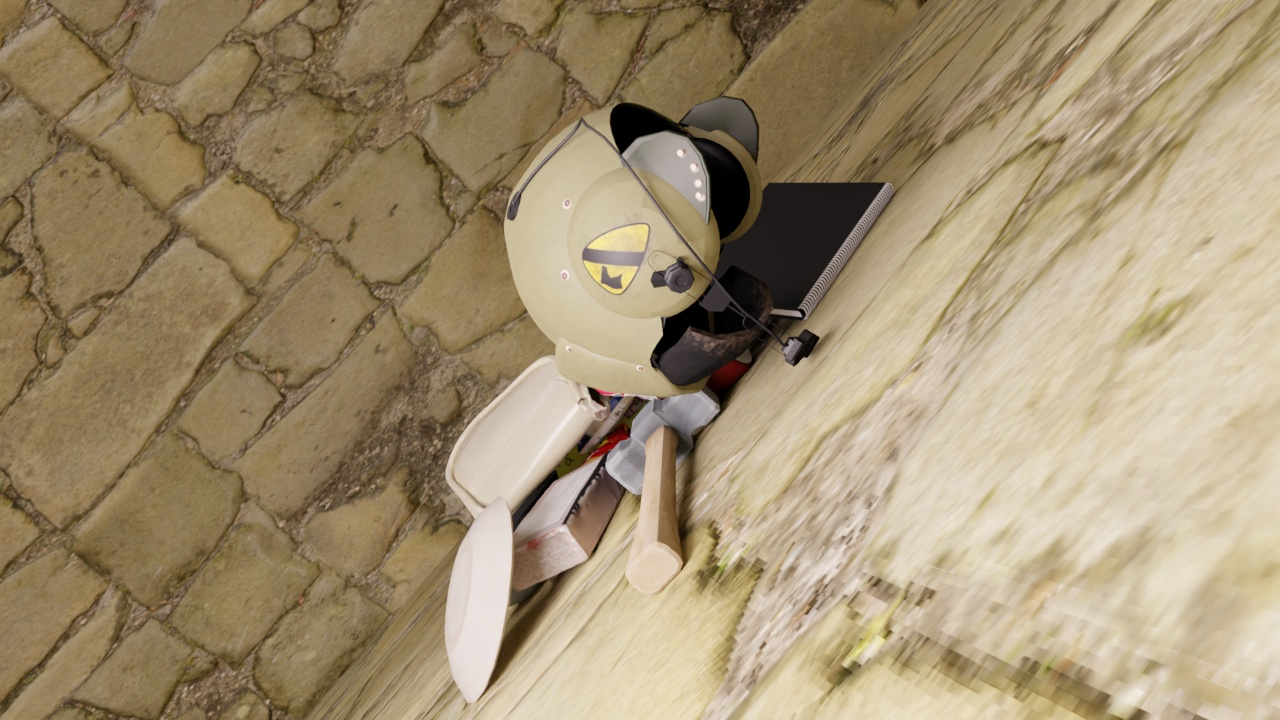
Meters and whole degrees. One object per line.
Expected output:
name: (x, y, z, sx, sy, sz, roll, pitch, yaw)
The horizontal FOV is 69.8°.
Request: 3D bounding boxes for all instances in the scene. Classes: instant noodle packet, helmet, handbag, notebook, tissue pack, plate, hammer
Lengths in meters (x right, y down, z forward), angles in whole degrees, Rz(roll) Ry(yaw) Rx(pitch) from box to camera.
instant noodle packet: (-0.041, 0.076, 1.201, 0.087, 0.026, 0.134, -52, -2, 12)
helmet: (0.016, -0.082, 0.747, 0.233, 0.255, 0.249, -43, 5, 30)
handbag: (-0.115, 0.107, 1.096, 0.229, 0.132, 0.184, -52, 25, 12)
notebook: (0.147, -0.118, 0.931, 0.149, 0.016, 0.206, 9, 48, 40)
tissue pack: (-0.074, 0.170, 0.948, 0.104, 0.071, 0.181, -31, 12, 21)
plate: (-0.158, 0.221, 0.863, 0.189, 0.027, 0.188, -169, 91, -71)
instant noodle packet: (-0.060, 0.143, 1.156, 0.099, 0.039, 0.135, -51, 0, 38)
hammer: (0.015, 0.098, 0.738, 0.117, 0.051, 0.322, -48, 7, 11)

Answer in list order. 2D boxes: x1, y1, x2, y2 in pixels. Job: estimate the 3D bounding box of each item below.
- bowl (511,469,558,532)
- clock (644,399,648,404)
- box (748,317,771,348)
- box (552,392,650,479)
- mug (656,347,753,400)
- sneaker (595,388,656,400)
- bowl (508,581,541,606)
bowl: (-0.132, 0.208, 1.205, 0.124, 0.052, 0.124, -48, 4, 4)
clock: (0.035, -0.005, 1.247, 0.113, 0.052, 0.152, 159, 130, -81)
box: (0.087, -0.051, 1.014, 0.102, 0.110, 0.130, -53, -13, -29)
box: (-0.076, 0.082, 1.314, 0.220, 0.124, 0.082, -48, 1, -14)
mug: (0.064, 0.003, 0.927, 0.083, 0.073, 0.105, -47, -8, 24)
sneaker: (-0.005, 0.006, 1.032, 0.104, 0.090, 0.237, -32, -15, -7)
bowl: (-0.129, 0.234, 1.023, 0.106, 0.039, 0.106, -48, 4, 4)
